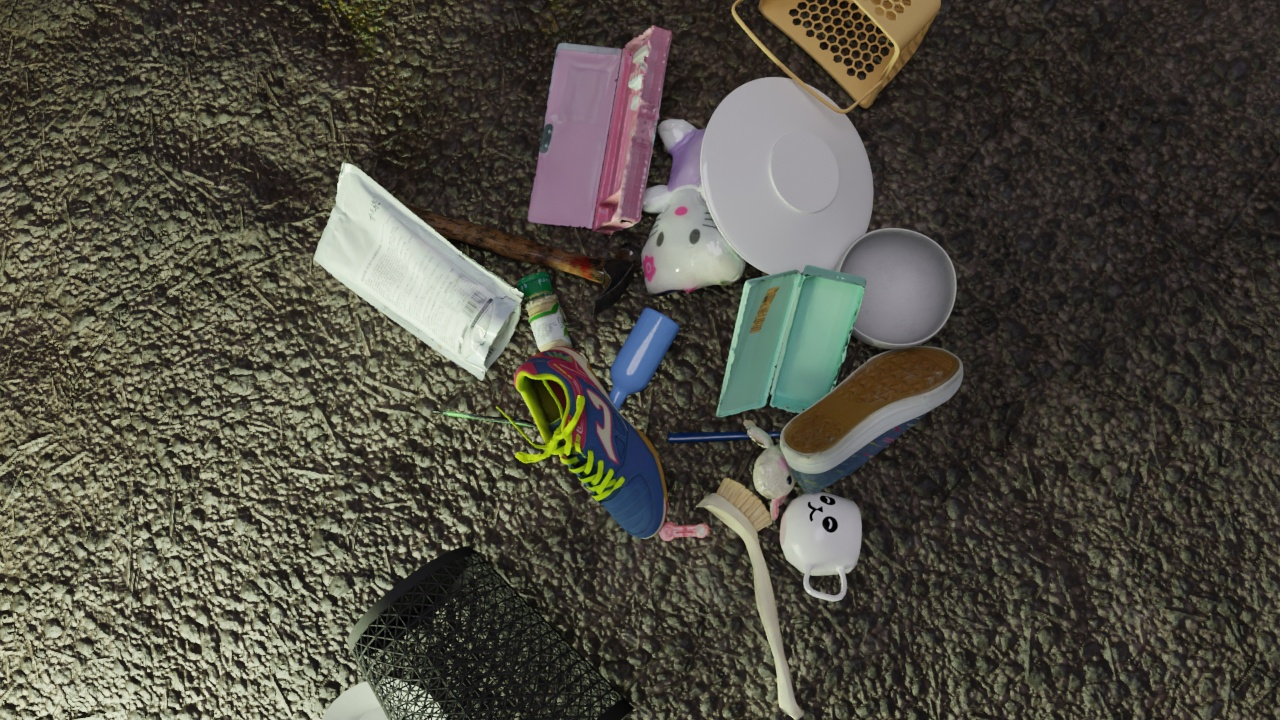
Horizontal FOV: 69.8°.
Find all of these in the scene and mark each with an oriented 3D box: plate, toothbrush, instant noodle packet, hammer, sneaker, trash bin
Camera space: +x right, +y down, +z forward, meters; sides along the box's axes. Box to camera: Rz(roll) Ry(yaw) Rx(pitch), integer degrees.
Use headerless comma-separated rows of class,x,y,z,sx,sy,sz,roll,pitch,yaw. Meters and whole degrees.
plate,0.173,-0.204,1.008,0.229,0.030,0.229,2,84,-25
toothbrush,-0.156,0.070,1.083,0.188,0.014,0.017,8,71,8
instant noodle packet,-0.266,-0.103,1.087,0.269,0.057,0.147,37,119,9
hammer,-0.168,-0.134,1.075,0.330,0.119,0.033,17,131,14
toothbrush,0.126,0.082,1.047,0.190,0.016,0.017,-4,75,6
plate,-0.289,0.452,1.051,0.173,0.019,0.172,-1,83,7
sneaker,-0.062,0.102,1.013,0.116,0.090,0.242,-34,89,30
sneaker,0.251,0.063,0.999,0.235,0.079,0.087,-29,43,-18
trash bin,-0.168,0.342,0.963,0.217,0.217,0.243,-43,74,0

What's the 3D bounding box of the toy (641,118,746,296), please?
toy,0.064,-0.174,1.047,0.138,0.085,0.209,2,80,33

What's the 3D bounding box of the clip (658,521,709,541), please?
clip,0.051,0.194,1.046,0.059,0.041,0.023,-2,79,17

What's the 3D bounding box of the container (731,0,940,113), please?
container,0.216,-0.383,1.032,0.167,0.129,0.183,-41,81,-11

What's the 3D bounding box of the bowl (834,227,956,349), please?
bowl,0.277,-0.077,1.020,0.132,0.064,0.131,0,84,2

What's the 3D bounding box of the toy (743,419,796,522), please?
toy,0.146,0.118,1.006,0.050,0.087,0.112,-7,93,25

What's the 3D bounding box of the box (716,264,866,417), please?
box,0.156,-0.014,0.980,0.138,0.187,0.056,4,39,-6

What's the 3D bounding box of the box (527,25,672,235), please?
box,-0.040,-0.269,1.091,0.173,0.075,0.233,7,84,38

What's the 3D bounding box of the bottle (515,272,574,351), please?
bottle,-0.111,-0.047,1.076,0.043,0.042,0.110,-20,82,4

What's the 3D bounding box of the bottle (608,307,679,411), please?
bottle,-0.006,0.006,1.054,0.048,0.048,0.131,30,88,9

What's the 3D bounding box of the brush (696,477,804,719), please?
brush,0.133,0.260,1.010,0.077,0.062,0.272,-17,87,-2

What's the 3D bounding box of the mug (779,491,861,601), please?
mug,0.190,0.199,0.978,0.076,0.090,0.123,6,48,-1

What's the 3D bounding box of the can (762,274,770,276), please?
can,0.168,-0.054,1.036,0.100,0.059,0.054,31,88,10
